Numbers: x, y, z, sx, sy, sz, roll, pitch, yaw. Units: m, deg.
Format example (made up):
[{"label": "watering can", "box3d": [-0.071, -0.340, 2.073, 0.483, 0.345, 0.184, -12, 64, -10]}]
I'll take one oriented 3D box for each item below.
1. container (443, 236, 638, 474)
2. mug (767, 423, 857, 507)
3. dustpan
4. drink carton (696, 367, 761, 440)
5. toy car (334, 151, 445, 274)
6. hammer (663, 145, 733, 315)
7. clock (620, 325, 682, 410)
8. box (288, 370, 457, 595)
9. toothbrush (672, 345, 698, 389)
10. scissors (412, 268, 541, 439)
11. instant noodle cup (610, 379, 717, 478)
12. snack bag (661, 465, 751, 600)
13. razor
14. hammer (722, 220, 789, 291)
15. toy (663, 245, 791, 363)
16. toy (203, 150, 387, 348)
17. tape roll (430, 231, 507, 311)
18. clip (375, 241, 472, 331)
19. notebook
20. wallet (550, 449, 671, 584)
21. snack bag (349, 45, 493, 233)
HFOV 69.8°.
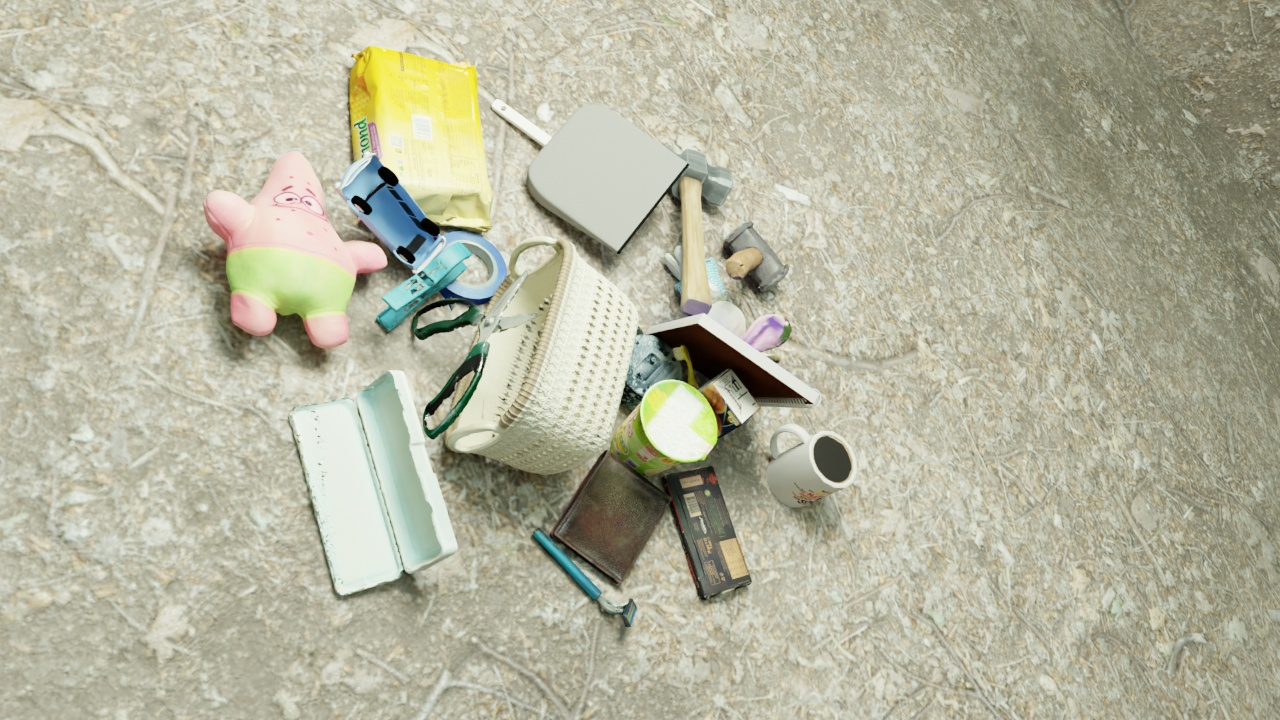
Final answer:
[{"label": "container", "box3d": [-0.104, 0.003, 0.992, 0.142, 0.185, 0.245, 31, 56, -27]}, {"label": "mug", "box3d": [0.208, 0.128, 1.166, 0.105, 0.090, 0.073, 49, 52, 0]}, {"label": "dustpan", "box3d": [-0.087, -0.268, 1.199, 0.257, 0.033, 0.163, 36, 70, 1]}, {"label": "drink carton", "box3d": [0.081, 0.065, 1.097, 0.040, 0.130, 0.064, -35, 87, -36]}, {"label": "toy car", "box3d": [-0.273, -0.160, 1.000, 0.055, 0.153, 0.056, 27, 72, 35]}, {"label": "hammer", "box3d": [0.068, -0.172, 1.199, 0.117, 0.051, 0.322, 17, 41, -14]}, {"label": "clock", "box3d": [-0.007, 0.007, 1.123, 0.129, 0.052, 0.090, 47, 52, -3]}, {"label": "box", "box3d": [-0.263, 0.118, 0.904, 0.125, 0.075, 0.197, -17, 74, -16]}, {"label": "toothbrush", "box3d": [0.067, 0.031, 1.136, 0.021, 0.016, 0.135, -76, 152, -44]}, {"label": "scissors", "box3d": [-0.192, -0.023, 0.965, 0.201, 0.204, 0.015, -56, 132, -10]}, {"label": "instant noodle cup", "box3d": [0.019, 0.087, 1.062, 0.098, 0.108, 0.098, 13, 61, -25]}, {"label": "snack bag", "box3d": [0.080, 0.203, 1.097, 0.074, 0.018, 0.155, -7, 70, -33]}, {"label": "razor", "box3d": [-0.063, 0.235, 0.996, 0.144, 0.022, 0.042, 42, 16, -1]}, {"label": "hammer", "box3d": [0.136, -0.129, 1.173, 0.098, 0.052, 0.327, 51, 15, 1]}, {"label": "toy", "box3d": [0.091, -0.066, 1.198, 0.105, 0.131, 0.205, -34, 73, -18]}, {"label": "toy", "box3d": [-0.360, -0.128, 0.956, 0.191, 0.097, 0.236, 15, 51, -39]}, {"label": "tape roll", "box3d": [-0.205, -0.109, 1.085, 0.092, 0.016, 0.091, -25, 80, -37]}, {"label": "clip", "box3d": [-0.232, -0.090, 0.999, 0.028, 0.114, 0.126, 47, 51, -2]}, {"label": "notebook", "box3d": [0.106, 0.005, 1.101, 0.171, 0.209, 0.022, 34, 80, -12]}, {"label": "wallet", "box3d": [-0.032, 0.176, 1.035, 0.099, 0.031, 0.119, 38, 63, -10]}, {"label": "snack bag", "box3d": [-0.261, -0.272, 1.102, 0.159, 0.068, 0.247, 1, 66, -29]}]
